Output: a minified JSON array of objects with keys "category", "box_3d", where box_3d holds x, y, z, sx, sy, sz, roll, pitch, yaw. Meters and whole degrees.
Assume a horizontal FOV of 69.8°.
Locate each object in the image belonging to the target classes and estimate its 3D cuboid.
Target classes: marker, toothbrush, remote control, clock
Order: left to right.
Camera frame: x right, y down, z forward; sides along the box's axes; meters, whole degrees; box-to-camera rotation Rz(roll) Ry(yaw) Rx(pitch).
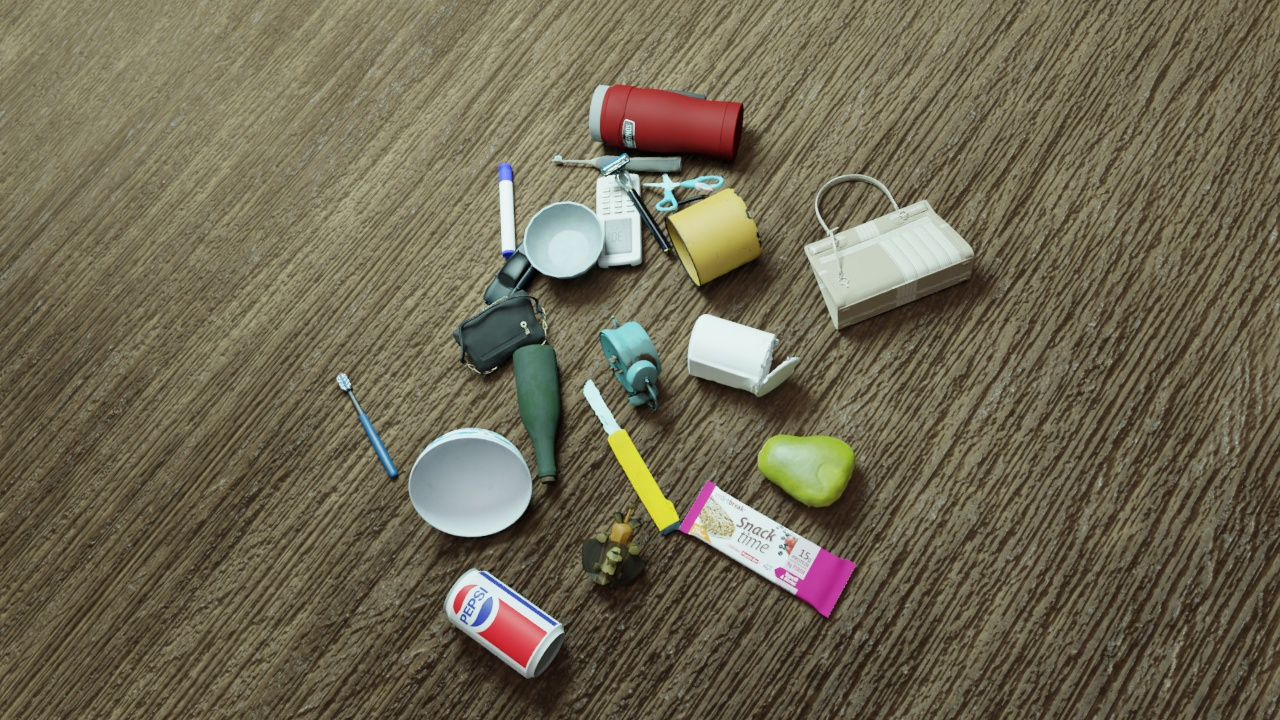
[{"category":"toothbrush","box_3d":[-0.359,0.085,1.206,0.014,0.014,0.167,-29,67,-14]},{"category":"marker","box_3d":[-0.187,-0.209,1.280,0.020,0.020,0.141,-8,69,7]},{"category":"toothbrush","box_3d":[-0.035,-0.274,1.277,0.186,0.022,0.024,4,66,13]},{"category":"remote control","box_3d":[-0.029,-0.189,1.241,0.060,0.025,0.138,-4,70,8]},{"category":"clock","box_3d":[-0.007,0.007,1.134,0.053,0.090,0.124,-28,67,-12]}]

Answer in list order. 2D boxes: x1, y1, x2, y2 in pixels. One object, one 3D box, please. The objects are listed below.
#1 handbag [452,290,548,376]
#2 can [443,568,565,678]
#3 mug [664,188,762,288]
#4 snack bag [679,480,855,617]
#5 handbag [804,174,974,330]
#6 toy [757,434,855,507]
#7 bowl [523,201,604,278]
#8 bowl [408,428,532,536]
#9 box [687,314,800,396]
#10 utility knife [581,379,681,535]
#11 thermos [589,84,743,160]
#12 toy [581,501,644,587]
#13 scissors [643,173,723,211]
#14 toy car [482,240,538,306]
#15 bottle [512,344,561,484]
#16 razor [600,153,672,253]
[{"category":"handbag","box_3d":[-0.181,-0.034,1.192,0.128,0.054,0.079,-31,99,-1]},{"category":"can","box_3d":[-0.157,0.303,1.061,0.132,0.070,0.070,30,78,18]},{"category":"mug","box_3d":[0.090,-0.167,1.174,0.094,0.100,0.123,-26,61,-3]},{"category":"snack bag","box_3d":[0.146,0.216,1.067,0.196,0.016,0.070,29,76,17]},{"category":"handbag","box_3d":[0.293,-0.160,1.168,0.175,0.062,0.197,-22,60,1]},{"category":"toy","box_3d":[0.192,0.121,1.076,0.110,0.051,0.090,22,73,19]},{"category":"bowl","box_3d":[-0.098,-0.153,1.210,0.106,0.039,0.106,-2,74,6]},{"category":"bowl","box_3d":[-0.204,0.134,1.116,0.144,0.144,0.074,-18,28,3]},{"category":"box","box_3d":[0.125,0.001,1.119,0.143,0.080,0.089,15,58,14]},{"category":"utility knife","box_3d":[-0.014,0.116,1.132,0.030,0.019,0.223,-29,73,-8]},{"category":"thermos","box_3d":[0.038,-0.333,1.255,0.199,0.084,0.107,10,53,11]},{"category":"toy","box_3d":[-0.026,0.214,1.072,0.076,0.062,0.100,22,93,-2]},{"category":"scissors","box_3d":[0.038,-0.220,1.206,0.141,0.015,0.111,8,42,48]},{"category":"toy car","box_3d":[-0.167,-0.116,1.234,0.046,0.034,0.112,30,78,19]},{"category":"bottle","box_3d":[-0.125,0.069,1.149,0.055,0.055,0.174,-11,70,6]},{"category":"razor","box_3d":[0.000,-0.204,1.220,0.043,0.022,0.144,-31,86,3]}]
